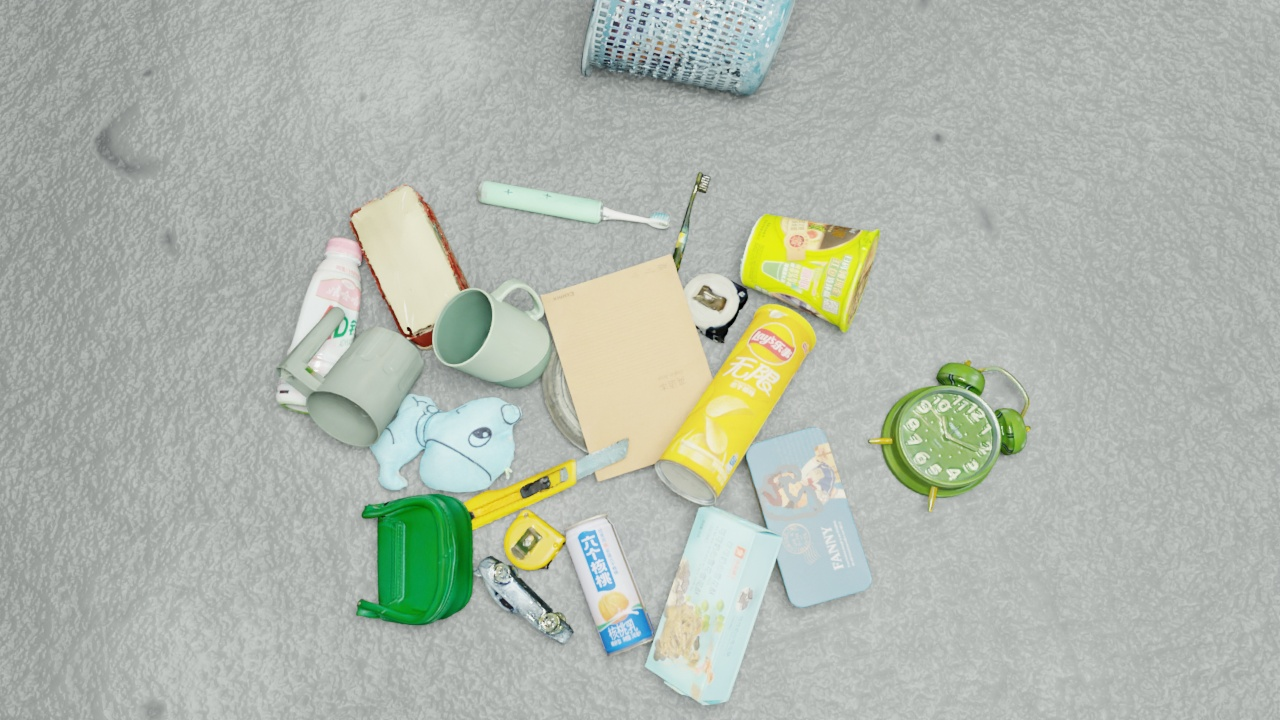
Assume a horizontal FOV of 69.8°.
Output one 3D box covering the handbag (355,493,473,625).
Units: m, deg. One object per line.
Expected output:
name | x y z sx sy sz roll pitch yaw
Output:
handbag | -0.236 0.204 0.944 0.120 0.068 0.131 -7 79 16

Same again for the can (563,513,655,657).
can | -0.032 0.227 0.933 0.053 0.053 0.134 -22 76 0

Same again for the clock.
clock | 0.322 0.069 0.936 0.161 0.056 0.116 -38 78 -4

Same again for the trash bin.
trash bin | 0.060 -0.390 1.000 0.195 0.227 0.226 19 79 -4

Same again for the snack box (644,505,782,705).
snack box | 0.071 0.236 0.894 0.074 0.051 0.175 18 89 45

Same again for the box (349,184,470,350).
box | -0.249 -0.106 1.017 0.091 0.077 0.168 -28 77 -1

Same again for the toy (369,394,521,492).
toy | -0.205 0.090 0.982 0.156 0.050 0.161 41 85 17

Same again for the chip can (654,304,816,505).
chip can | 0.099 0.042 0.926 0.072 0.072 0.212 30 65 11

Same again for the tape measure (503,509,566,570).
tape measure | -0.114 0.191 0.961 0.060 0.029 0.057 35 83 12

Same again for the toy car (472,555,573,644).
toy car | -0.119 0.246 0.936 0.120 0.054 0.036 39 80 11

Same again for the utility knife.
utility knife | -0.106 0.129 0.962 0.215 0.015 0.033 -25 80 10

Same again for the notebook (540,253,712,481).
notebook | -0.006 0.006 0.976 0.149 0.012 0.211 -18 80 2

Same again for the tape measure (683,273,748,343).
tape measure | 0.076 -0.061 1.000 0.066 0.033 0.065 28 79 10

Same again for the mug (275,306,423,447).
mug | -0.301 0.013 0.961 0.124 0.084 0.103 44 45 -19

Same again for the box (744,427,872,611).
box | 0.168 0.163 0.927 0.090 0.061 0.184 -18 75 1

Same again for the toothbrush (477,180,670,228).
toothbrush | -0.077 -0.174 1.043 0.224 0.026 0.027 11 56 8

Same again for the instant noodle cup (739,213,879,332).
instant noodle cup | 0.174 -0.101 0.967 0.123 0.112 0.111 19 79 16

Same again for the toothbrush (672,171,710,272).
toothbrush | 0.048 -0.126 1.028 0.017 0.012 0.185 17 79 -3

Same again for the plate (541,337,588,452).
plate | -0.018 0.019 0.994 0.179 0.024 0.179 -1 81 5

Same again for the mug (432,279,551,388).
mug | -0.144 -0.031 0.963 0.082 0.106 0.112 39 97 37

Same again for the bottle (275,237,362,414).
bottle | -0.348 -0.040 1.017 0.068 0.068 0.196 6 75 6
